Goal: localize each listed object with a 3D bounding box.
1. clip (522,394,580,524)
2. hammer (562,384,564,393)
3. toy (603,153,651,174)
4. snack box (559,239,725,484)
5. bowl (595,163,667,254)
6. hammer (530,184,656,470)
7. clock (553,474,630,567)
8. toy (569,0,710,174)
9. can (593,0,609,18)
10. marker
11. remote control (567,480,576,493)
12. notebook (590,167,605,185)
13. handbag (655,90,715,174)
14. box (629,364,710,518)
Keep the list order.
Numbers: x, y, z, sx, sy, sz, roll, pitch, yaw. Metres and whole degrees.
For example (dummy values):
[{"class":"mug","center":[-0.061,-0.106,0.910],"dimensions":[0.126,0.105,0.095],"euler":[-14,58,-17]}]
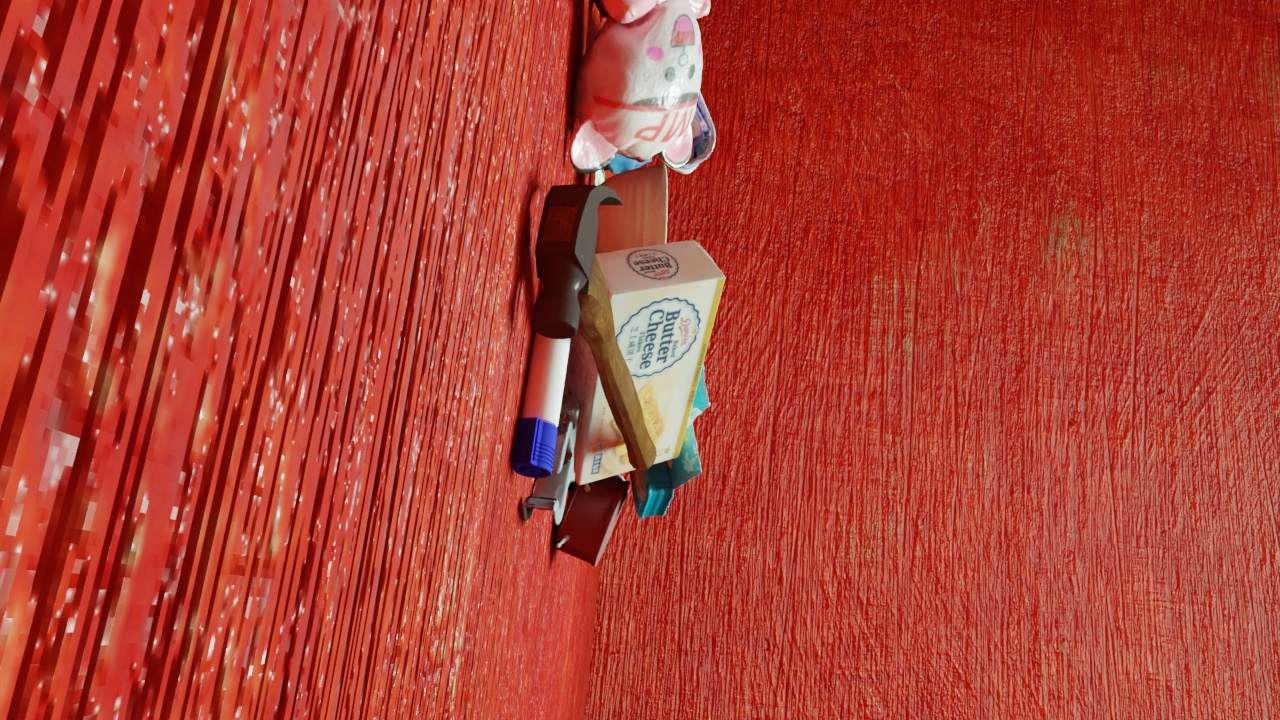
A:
[{"class":"clip","center":[-0.066,0.090,0.685],"dimensions":[0.163,0.028,0.108],"euler":[-79,176,-79]},{"class":"hammer","center":[-0.060,-0.014,0.990],"dimensions":[0.324,0.015,0.095],"euler":[-80,175,-78]},{"class":"toy","center":[-0.008,-0.248,0.998],"dimensions":[0.113,0.071,0.176],"euler":[104,-5,-78]},{"class":"snack box","center":[-0.005,0.004,0.770],"dimensions":[0.057,0.104,0.208],"euler":[55,-35,40]},{"class":"bowl","center":[-0.019,-0.103,0.831],"dimensions":[0.151,0.075,0.150],"euler":[179,-87,-87]},{"class":"hammer","center":[-0.021,0.000,0.641],"dimensions":[0.323,0.033,0.115],"euler":[74,21,-59]},{"class":"clock","center":[-0.048,0.158,0.936],"dimensions":[0.137,0.048,0.096],"euler":[65,47,-83]},{"class":"toy","center":[0.003,-0.248,0.683],"dimensions":[0.141,0.084,0.213],"euler":[-27,126,-54]},{"class":"can","center":[-0.004,-0.336,0.737],"dimensions":[0.063,0.063,0.114],"euler":[-83,179,-59]},{"class":"marker","center":[-0.060,0.007,0.583],"dimensions":[0.027,0.023,0.133],"euler":[53,38,-56]},{"class":"remote control","center":[-0.067,0.083,0.914],"dimensions":[0.150,0.022,0.047],"euler":[98,-3,-58]},{"class":"notebook","center":[-0.042,-0.106,1.024],"dimensions":[0.253,0.010,0.181],"euler":[76,16,-77]},{"class":"handbag","center":[0.020,-0.230,0.832],"dimensions":[0.126,0.069,0.158],"euler":[53,5,-8]},{"class":"box","center":[0.012,0.025,0.917],"dimensions":[0.186,0.056,0.226],"euler":[122,-38,-60]}]
